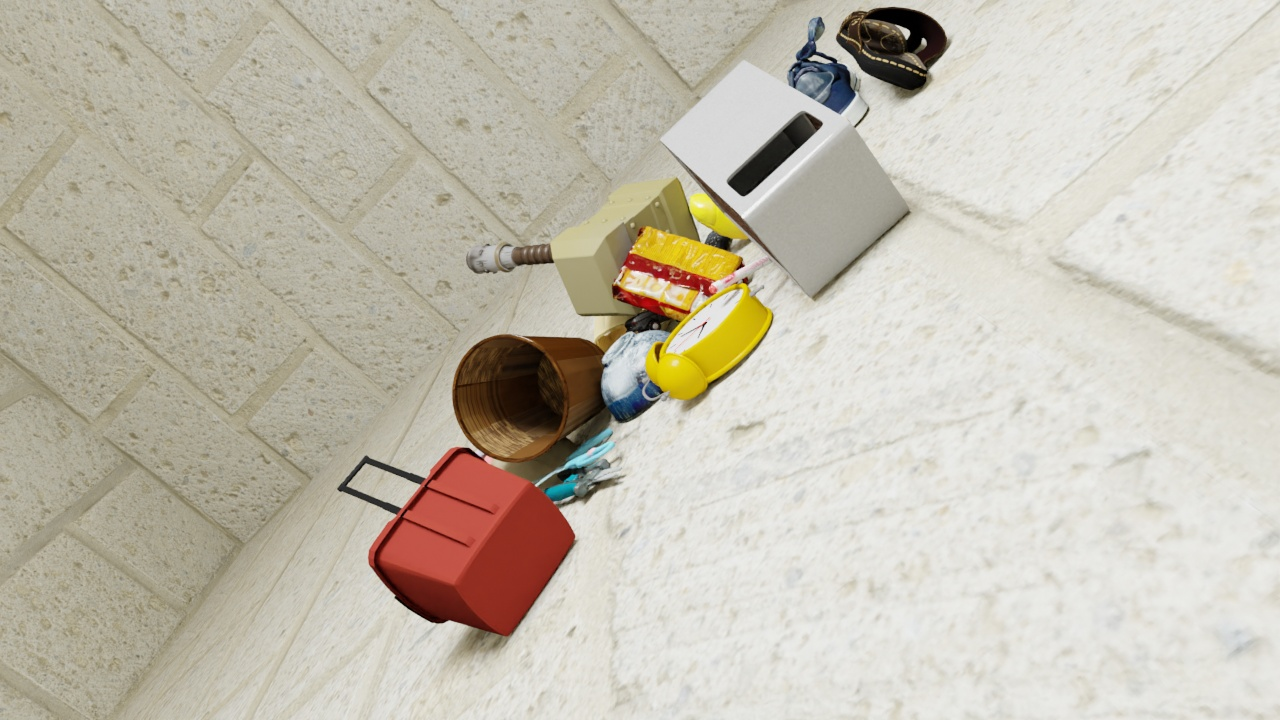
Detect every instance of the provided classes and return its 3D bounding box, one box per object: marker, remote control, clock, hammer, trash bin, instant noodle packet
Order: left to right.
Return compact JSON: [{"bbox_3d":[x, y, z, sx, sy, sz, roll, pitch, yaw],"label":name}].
[{"bbox_3d":[-0.106,-0.138,1.176,0.326,0.101,0.189,1,34,39],"label":"hammer"},{"bbox_3d":[0.043,-0.089,1.004,0.040,0.135,0.098,83,-150,-59],"label":"instant noodle packet"},{"bbox_3d":[0.060,-0.016,0.890,0.152,0.052,0.113,-43,14,-2],"label":"clock"},{"bbox_3d":[0.097,-0.143,1.193,0.047,0.022,0.150,-38,15,31],"label":"remote control"},{"bbox_3d":[0.123,-0.098,0.910,0.142,0.013,0.013,-29,6,-26],"label":"marker"},{"bbox_3d":[0.128,-0.179,0.872,0.114,0.114,0.228,-42,34,8],"label":"trash bin"}]

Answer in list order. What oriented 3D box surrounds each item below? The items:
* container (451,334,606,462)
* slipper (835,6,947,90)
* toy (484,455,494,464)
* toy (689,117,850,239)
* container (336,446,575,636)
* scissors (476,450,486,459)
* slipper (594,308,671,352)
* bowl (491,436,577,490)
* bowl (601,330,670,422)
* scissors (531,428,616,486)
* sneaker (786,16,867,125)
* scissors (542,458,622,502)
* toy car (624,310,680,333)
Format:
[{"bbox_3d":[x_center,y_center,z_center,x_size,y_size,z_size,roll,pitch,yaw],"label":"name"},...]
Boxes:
[{"bbox_3d":[-0.106,0.031,1.010,0.132,0.132,0.167,-41,-8,20],"label":"container"},{"bbox_3d":[0.310,-0.400,1.131,0.267,0.113,0.076,-76,7,-60],"label":"slipper"},{"bbox_3d":[-0.171,0.120,1.162,0.090,0.051,0.110,-45,10,7],"label":"toy"},{"bbox_3d":[0.156,-0.211,1.084,0.194,0.087,0.134,-28,6,42],"label":"toy"},{"bbox_3d":[-0.178,0.159,0.851,0.201,0.127,0.147,7,51,43],"label":"container"},{"bbox_3d":[-0.218,0.189,1.052,0.102,0.016,0.179,-59,-7,-66],"label":"scissors"},{"bbox_3d":[-0.001,-0.080,1.185,0.112,0.079,0.260,-26,24,46],"label":"slipper"},{"bbox_3d":[-0.143,0.136,1.045,0.152,0.050,0.152,-42,15,14],"label":"bowl"},{"bbox_3d":[-0.006,0.006,0.997,0.114,0.061,0.114,-43,15,15],"label":"bowl"},{"bbox_3d":[-0.066,0.100,0.951,0.135,0.015,0.133,-23,9,33],"label":"scissors"},{"bbox_3d":[0.238,-0.390,1.264,0.121,0.127,0.293,-42,13,22],"label":"sneaker"},{"bbox_3d":[-0.063,0.124,0.915,0.142,0.019,0.127,-35,11,14],"label":"scissors"},{"bbox_3d":[0.026,-0.056,1.074,0.092,0.037,0.040,-22,3,-23],"label":"toy car"}]
